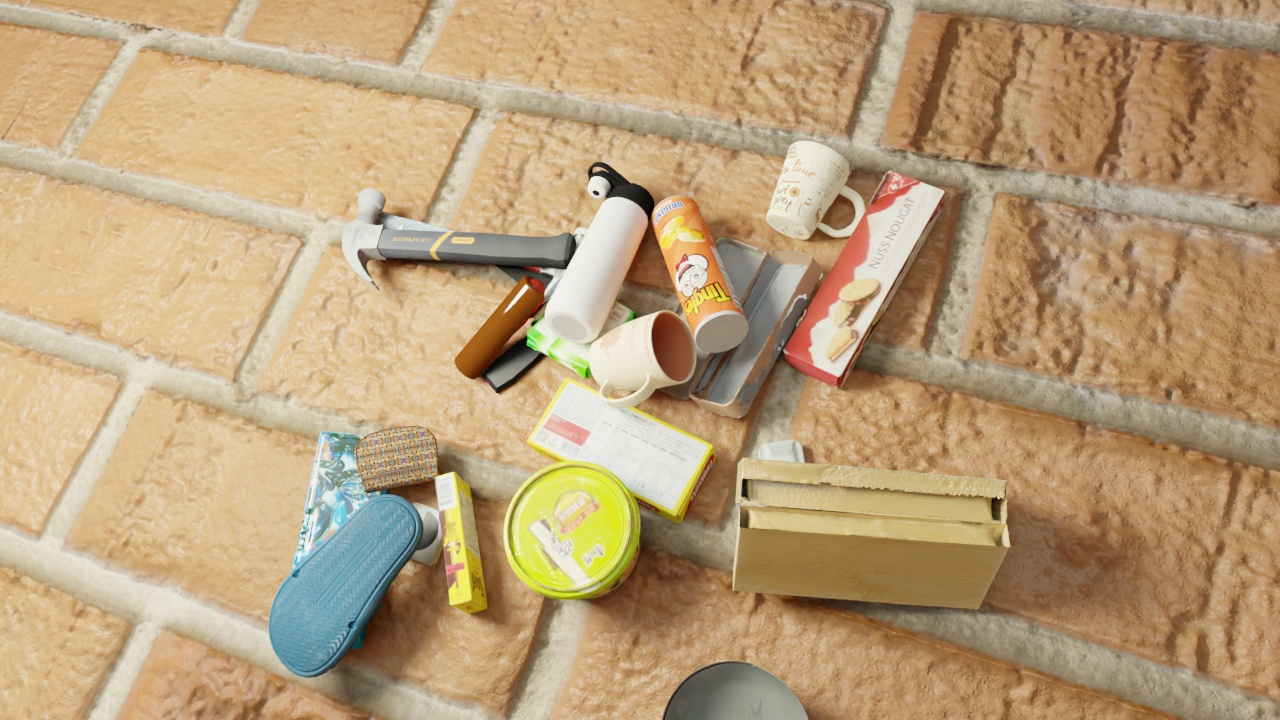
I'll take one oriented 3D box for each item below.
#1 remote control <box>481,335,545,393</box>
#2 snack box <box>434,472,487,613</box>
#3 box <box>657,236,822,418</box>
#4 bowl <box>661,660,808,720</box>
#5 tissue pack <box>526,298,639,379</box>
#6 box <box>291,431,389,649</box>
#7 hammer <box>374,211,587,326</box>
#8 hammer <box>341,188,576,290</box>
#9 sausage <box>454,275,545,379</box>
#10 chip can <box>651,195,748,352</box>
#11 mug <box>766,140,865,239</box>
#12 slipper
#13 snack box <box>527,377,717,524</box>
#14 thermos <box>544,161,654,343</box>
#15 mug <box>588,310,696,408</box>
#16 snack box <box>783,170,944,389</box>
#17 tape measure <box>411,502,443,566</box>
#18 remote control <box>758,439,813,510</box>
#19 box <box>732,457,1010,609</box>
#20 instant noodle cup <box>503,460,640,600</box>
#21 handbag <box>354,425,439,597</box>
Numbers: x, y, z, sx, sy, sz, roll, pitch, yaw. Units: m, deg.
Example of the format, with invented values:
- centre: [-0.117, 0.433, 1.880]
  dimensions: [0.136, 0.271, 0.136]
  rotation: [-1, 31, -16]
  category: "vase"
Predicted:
- centre: [-0.141, -0.011, 1.141]
  dimensions: [0.124, 0.010, 0.039]
  rotation: [-40, 65, -8]
  category: "remote control"
- centre: [-0.202, 0.205, 1.032]
  dimensions: [0.025, 0.061, 0.148]
  rotation: [-15, 64, 2]
  category: "snack box"
- centre: [0.106, -0.044, 1.085]
  dimensions: [0.157, 0.063, 0.216]
  rotation: [22, 73, 28]
  category: "box"
- centre: [0.096, 0.374, 0.897]
  dimensions: [0.151, 0.057, 0.150]
  rotation: [-5, 65, 10]
  category: "bowl"
- centre: [-0.072, -0.042, 1.118]
  dimensions: [0.099, 0.034, 0.113]
  rotation: [32, 68, 17]
  category: "tissue pack"
- centre: [-0.349, 0.209, 1.075]
  dimensions: [0.091, 0.066, 0.243]
  rotation: [7, 66, -8]
  category: "box"
- centre: [-0.229, -0.142, 1.206]
  dimensions: [0.326, 0.036, 0.140]
  rotation: [16, 69, 18]
  category: "hammer"
- centre: [-0.233, -0.151, 1.174]
  dimensions: [0.313, 0.035, 0.139]
  rotation: [4, 66, 13]
  category: "hammer"
- centre: [-0.170, -0.040, 1.118]
  dimensions: [0.156, 0.040, 0.040]
  rotation: [-47, 63, 18]
  category: "sausage"
- centre: [0.067, -0.106, 1.083]
  dimensions: [0.062, 0.062, 0.210]
  rotation: [-19, 50, 3]
  category: "chip can"
- centre: [0.218, -0.195, 1.122]
  dimensions: [0.122, 0.081, 0.097]
  rotation: [27, 81, -6]
  category: "mug"
- centre: [-0.320, 0.239, 0.999]
  dimensions: [0.104, 0.059, 0.213]
  rotation: [34, 80, 8]
  category: "slipper"
- centre: [-0.021, 0.101, 1.050]
  dimensions: [0.201, 0.042, 0.092]
  rotation: [24, 73, 20]
  category: "snack box"
- centre: [-0.057, -0.134, 1.108]
  dimensions: [0.101, 0.069, 0.229]
  rotation: [30, 57, -11]
  category: "thermos"
- centre: [-0.006, 0.006, 1.036]
  dimensions: [0.105, 0.085, 0.111]
  rotation: [-13, 44, 39]
  category: "mug"
- centre: [0.263, -0.099, 1.075]
  dimensions: [0.077, 0.044, 0.272]
  rotation: [27, 75, 21]
  category: "snack box"
- centre: [-0.258, 0.202, 1.069]
  dimensions: [0.064, 0.017, 0.065]
  rotation: [16, 71, 17]
  category: "tape measure"
- centre: [0.161, 0.151, 0.999]
  dimensions: [0.050, 0.022, 0.133]
  rotation: [-10, 65, 8]
  category: "remote control"
- centre: [0.219, 0.162, 0.906]
  dimensions: [0.249, 0.141, 0.148]
  rotation: [3, 71, 5]
  category: "box"
- centre: [-0.066, 0.190, 0.989]
  dimensions: [0.146, 0.098, 0.146]
  rotation: [-4, 65, 10]
  category: "instant noodle cup"
- centre: [-0.268, 0.173, 1.054]
  dimensions: [0.093, 0.043, 0.195]
  rotation: [-10, 76, -18]
  category: "handbag"
